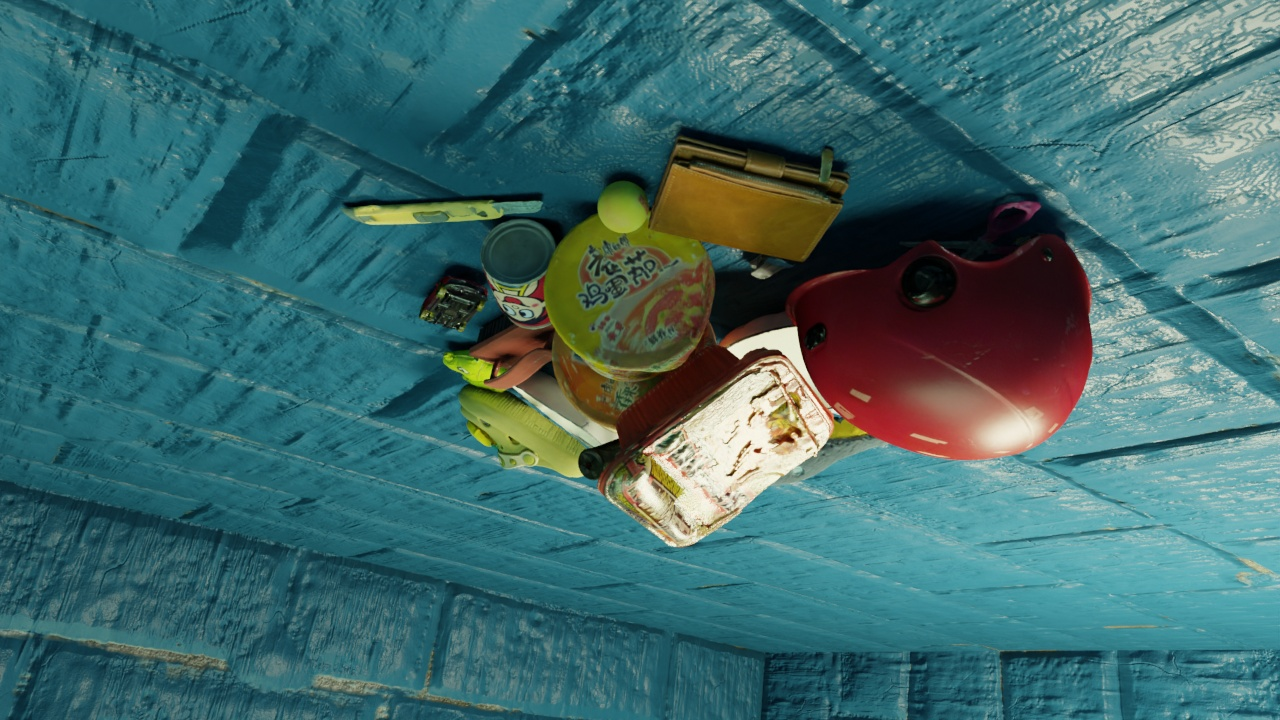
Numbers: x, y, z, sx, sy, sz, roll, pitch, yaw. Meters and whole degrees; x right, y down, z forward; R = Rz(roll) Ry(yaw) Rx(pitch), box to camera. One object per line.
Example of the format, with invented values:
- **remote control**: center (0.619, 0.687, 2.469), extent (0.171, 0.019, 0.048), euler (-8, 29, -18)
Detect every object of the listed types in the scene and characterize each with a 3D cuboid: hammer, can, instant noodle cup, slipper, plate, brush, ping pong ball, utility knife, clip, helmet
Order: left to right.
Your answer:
- **utility knife**: center (-0.169, -0.129, 0.784), extent (0.190, 0.020, 0.031), euler (-5, 160, 16)
- **slipper**: center (-0.152, 0.101, 1.141), extent (0.190, 0.082, 0.091), euler (32, -171, 1)
- **brush**: center (-0.121, -0.014, 0.959), extent (0.063, 0.069, 0.146), euler (21, 154, -31)
- **can**: center (-0.101, -0.074, 0.816), extent (0.066, 0.066, 0.094), euler (5, 157, 6)
- **plate**: center (-0.071, 0.073, 1.102), extent (0.162, 0.034, 0.266), euler (33, 171, 16)
- **ping pong ball**: center (-0.013, -0.120, 0.715), extent (0.040, 0.040, 0.040), euler (7, 157, 3)
- **instant noodle cup**: center (-0.009, -0.045, 0.782), extent (0.138, 0.138, 0.110), euler (7, 165, 1)
- **instant noodle cup**: center (-0.005, 0.005, 0.885), extent (0.151, 0.151, 0.111), euler (7, 165, 2)
- **hammer**: center (0.024, 0.082, 1.012), extent (0.129, 0.033, 0.300), euler (-8, -177, 30)
- **instant noodle cup**: center (0.061, 0.064, 0.783), extent (0.189, 0.079, 0.164), euler (-37, 138, 5)
- **clip**: center (0.112, -0.085, 0.788), extent (0.026, 0.043, 0.058), euler (13, 160, -16)
- **plate**: center (0.158, -0.003, 0.912), extent (0.192, 0.039, 0.193), euler (-1, 152, -1)
- **helmet**: center (0.241, 0.007, 0.737), extent (0.240, 0.143, 0.207), euler (-3, 156, 8)

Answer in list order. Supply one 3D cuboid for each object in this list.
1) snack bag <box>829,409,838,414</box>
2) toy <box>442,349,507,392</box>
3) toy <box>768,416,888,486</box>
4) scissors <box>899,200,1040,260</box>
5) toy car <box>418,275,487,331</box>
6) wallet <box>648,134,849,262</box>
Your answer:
- **snack bag**: center (0.217, 0.046, 1.048), extent (0.104, 0.026, 0.048), euler (17, 167, -19)
- **toy**: center (-0.187, 0.011, 1.089), extent (0.096, 0.031, 0.100), euler (12, 161, -10)
- **toy**: center (0.161, 0.110, 1.155), extent (0.357, 0.091, 0.137), euler (-14, 176, 43)
- **scissors**: center (0.273, -0.094, 0.722), extent (0.133, 0.017, 0.130), euler (5, 159, 16)
- **toy car**: center (-0.187, -0.060, 0.921), extent (0.049, 0.031, 0.107), euler (17, 156, -23)
- **wallet**: center (0.080, -0.120, 0.689), extent (0.130, 0.035, 0.119), euler (12, 151, -7)
